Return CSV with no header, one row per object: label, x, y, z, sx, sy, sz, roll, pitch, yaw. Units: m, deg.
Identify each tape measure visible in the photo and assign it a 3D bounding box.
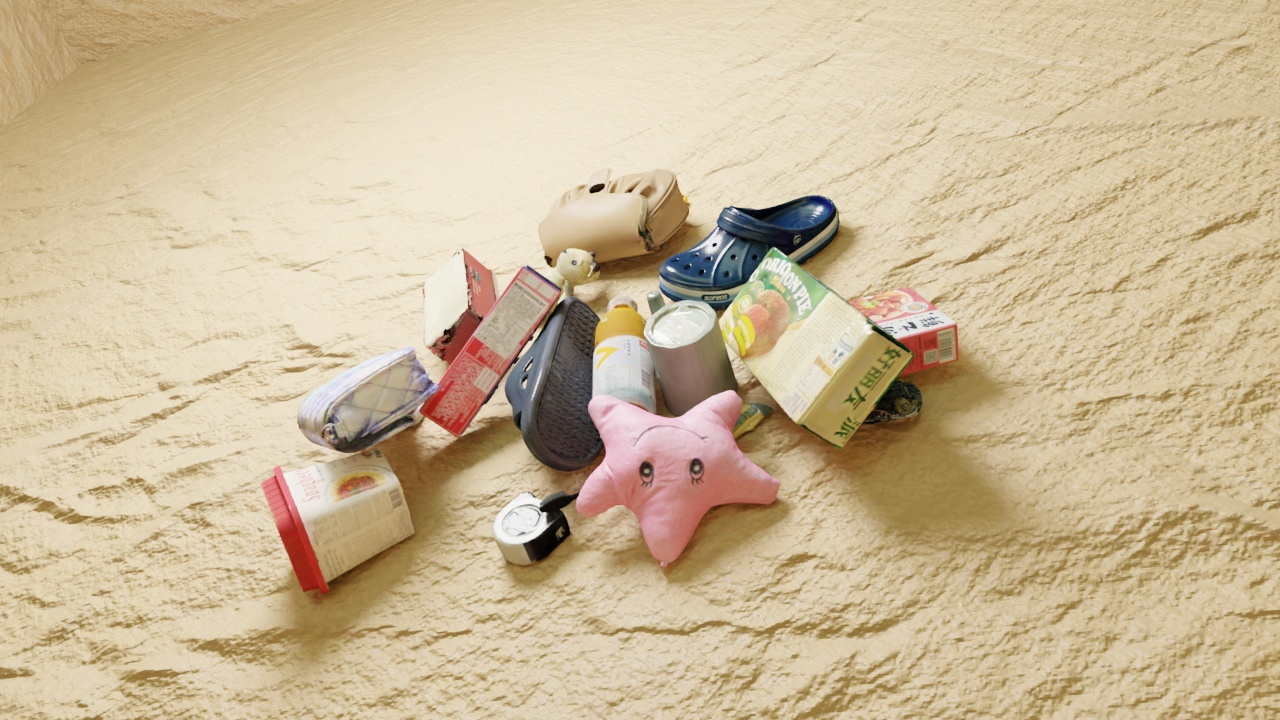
tape measure,-0.113,0.168,0.910,0.065,0.034,0.066,-39,42,-27

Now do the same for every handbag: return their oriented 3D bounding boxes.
handbag,-0.305,0.048,1.020,0.134,0.075,0.194,-35,13,-23
handbag,-0.043,-0.199,1.263,0.205,0.100,0.147,-9,39,26

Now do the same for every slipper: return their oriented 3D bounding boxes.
slipper,0.139,-0.148,1.136,0.252,0.095,0.105,-27,36,-15
slipper,-0.094,0.033,1.026,0.083,0.110,0.267,-31,28,26

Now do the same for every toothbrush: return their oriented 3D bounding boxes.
toothbrush,-0.018,0.113,0.927,0.188,0.014,0.017,-21,22,-22

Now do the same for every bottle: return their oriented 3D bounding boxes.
bottle,-0.019,0.001,1.023,0.068,0.068,0.189,-12,42,9

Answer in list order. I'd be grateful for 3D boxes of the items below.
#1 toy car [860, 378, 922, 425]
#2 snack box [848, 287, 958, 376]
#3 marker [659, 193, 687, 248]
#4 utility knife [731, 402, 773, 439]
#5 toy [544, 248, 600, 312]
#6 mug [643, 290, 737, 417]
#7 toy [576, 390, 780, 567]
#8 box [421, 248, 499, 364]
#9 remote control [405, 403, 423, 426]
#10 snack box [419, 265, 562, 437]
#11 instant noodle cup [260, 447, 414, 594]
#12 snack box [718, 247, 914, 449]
toy car,0.225,0.044,0.912,0.106,0.031,0.048,-7,25,13
snack box,0.246,-0.025,0.954,0.127,0.044,0.113,-15,26,-4
marker,0.041,-0.196,1.295,0.018,0.015,0.123,-2,43,31
utility knife,0.075,0.087,0.946,0.151,0.018,0.031,-39,48,-16
toy,-0.123,-0.091,1.200,0.157,0.066,0.105,-33,31,9
mug,0.046,-0.011,1.001,0.083,0.103,0.124,-27,40,-9
toy,0.036,0.111,0.880,0.195,0.075,0.178,0,64,5
box,-0.239,-0.070,1.190,0.091,0.079,0.168,-40,34,15
remote control,-0.327,0.060,1.142,0.136,0.020,0.055,-3,42,19
snack box,-0.170,-0.010,1.057,0.207,0.058,0.057,-55,4,-6
instant noodle cup,-0.311,0.159,0.953,0.124,0.117,0.116,-21,36,-22
snack box,0.164,-0.021,0.923,0.114,0.063,0.240,-55,25,11
